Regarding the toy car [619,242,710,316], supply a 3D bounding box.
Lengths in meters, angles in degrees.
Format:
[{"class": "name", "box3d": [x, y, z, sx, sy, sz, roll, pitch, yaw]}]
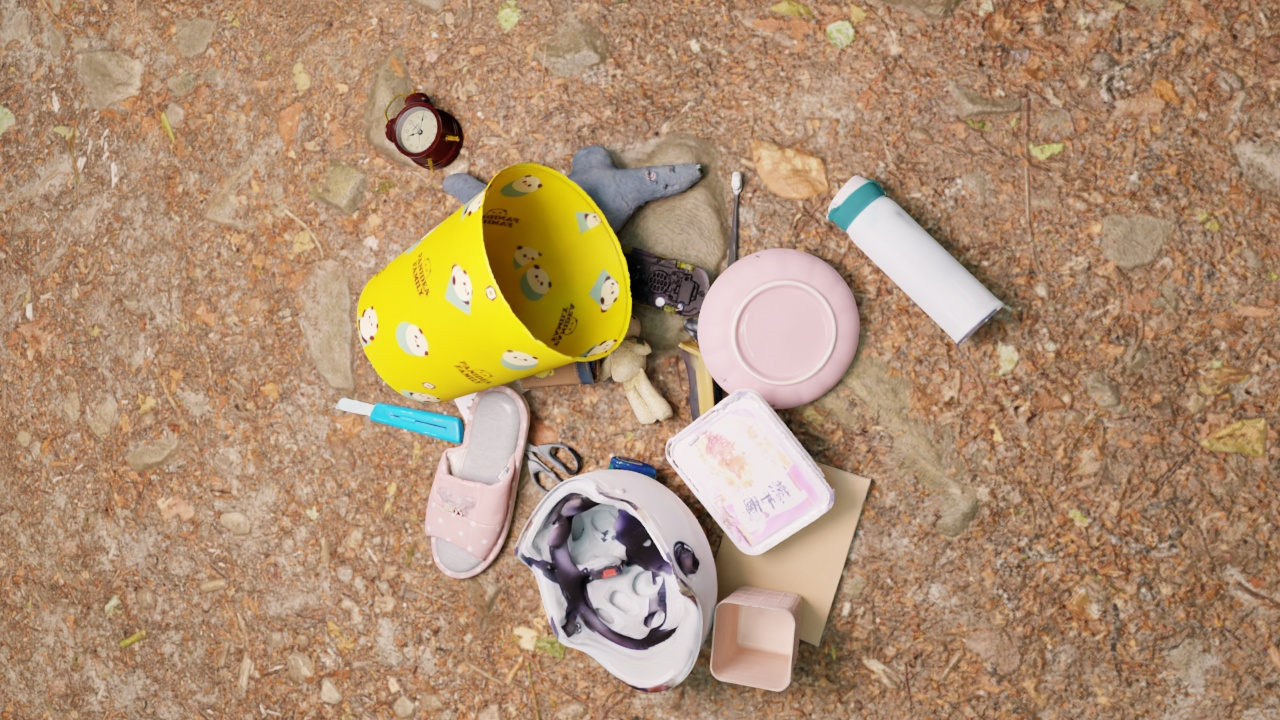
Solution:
[{"class": "toy car", "box3d": [0.014, -0.099, 1.148, 0.158, 0.042, 0.070, 19, 94, 20]}]

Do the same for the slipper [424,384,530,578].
[{"class": "slipper", "box3d": [-0.215, 0.162, 1.195, 0.114, 0.054, 0.274, 23, 102, 17]}]

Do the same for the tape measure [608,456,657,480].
[{"class": "tape measure", "box3d": [-0.012, 0.138, 1.145, 0.058, 0.054, 0.025, 15, 90, -16]}]

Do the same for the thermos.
[{"class": "thermos", "box3d": [0.310, -0.121, 1.051, 0.073, 0.073, 0.224, -45, 77, 11]}]

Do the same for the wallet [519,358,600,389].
[{"class": "wallet", "box3d": [-0.108, -0.011, 1.164, 0.115, 0.033, 0.090, -6, 93, 33]}]

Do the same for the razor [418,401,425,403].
[{"class": "razor", "box3d": [-0.306, -0.010, 1.251, 0.042, 0.022, 0.142, -9, 83, -13]}]

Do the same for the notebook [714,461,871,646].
[{"class": "notebook", "box3d": [0.175, 0.219, 1.111, 0.149, 0.012, 0.211, 17, 94, 17]}]

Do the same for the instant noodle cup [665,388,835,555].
[{"class": "instant noodle cup", "box3d": [0.130, 0.124, 1.072, 0.138, 0.060, 0.173, -38, 94, 21]}]

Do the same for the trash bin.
[{"class": "trash bin", "box3d": [-0.179, -0.070, 1.070, 0.256, 0.229, 0.229, -22, 82, 36]}]

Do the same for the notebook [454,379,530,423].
[{"class": "notebook", "box3d": [-0.218, -0.041, 1.222, 0.150, 0.012, 0.209, -28, 87, 13]}]

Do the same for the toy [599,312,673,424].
[{"class": "toy", "box3d": [-0.007, 0.007, 1.148, 0.105, 0.066, 0.157, -30, 83, 56]}]

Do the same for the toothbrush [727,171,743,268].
[{"class": "toothbrush", "box3d": [0.115, -0.144, 1.134, 0.016, 0.018, 0.181, 3, 91, 13]}]

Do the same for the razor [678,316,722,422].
[{"class": "razor", "box3d": [0.083, 0.029, 1.122, 0.068, 0.062, 0.167, -2, 94, 29]}]

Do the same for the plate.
[{"class": "plate", "box3d": [0.164, -0.034, 1.072, 0.192, 0.039, 0.192, 0, 98, -1]}]

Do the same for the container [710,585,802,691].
[{"class": "container", "box3d": [0.139, 0.314, 1.057, 0.090, 0.110, 0.090, 4, 90, 18]}]

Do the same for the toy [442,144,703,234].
[{"class": "toy", "box3d": [-0.098, -0.199, 1.167, 0.357, 0.091, 0.137, -3, 62, 15]}]

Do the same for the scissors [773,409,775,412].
[{"class": "scissors", "box3d": [0.136, 0.028, 1.126, 0.064, 0.017, 0.135, -7, 83, 26]}]

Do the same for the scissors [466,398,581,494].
[{"class": "scissors", "box3d": [-0.151, 0.102, 1.204, 0.143, 0.014, 0.173, -20, 87, 17]}]

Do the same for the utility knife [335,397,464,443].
[{"class": "utility knife", "box3d": [-0.333, 0.078, 1.261, 0.203, 0.018, 0.034, 10, 92, 18]}]

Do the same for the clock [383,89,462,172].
[{"class": "clock", "box3d": [-0.297, -0.311, 1.238, 0.122, 0.055, 0.082, 45, 101, 14]}]

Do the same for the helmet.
[{"class": "helmet", "box3d": [-0.005, 0.242, 1.087, 0.258, 0.145, 0.230, 51, 126, 7]}]
